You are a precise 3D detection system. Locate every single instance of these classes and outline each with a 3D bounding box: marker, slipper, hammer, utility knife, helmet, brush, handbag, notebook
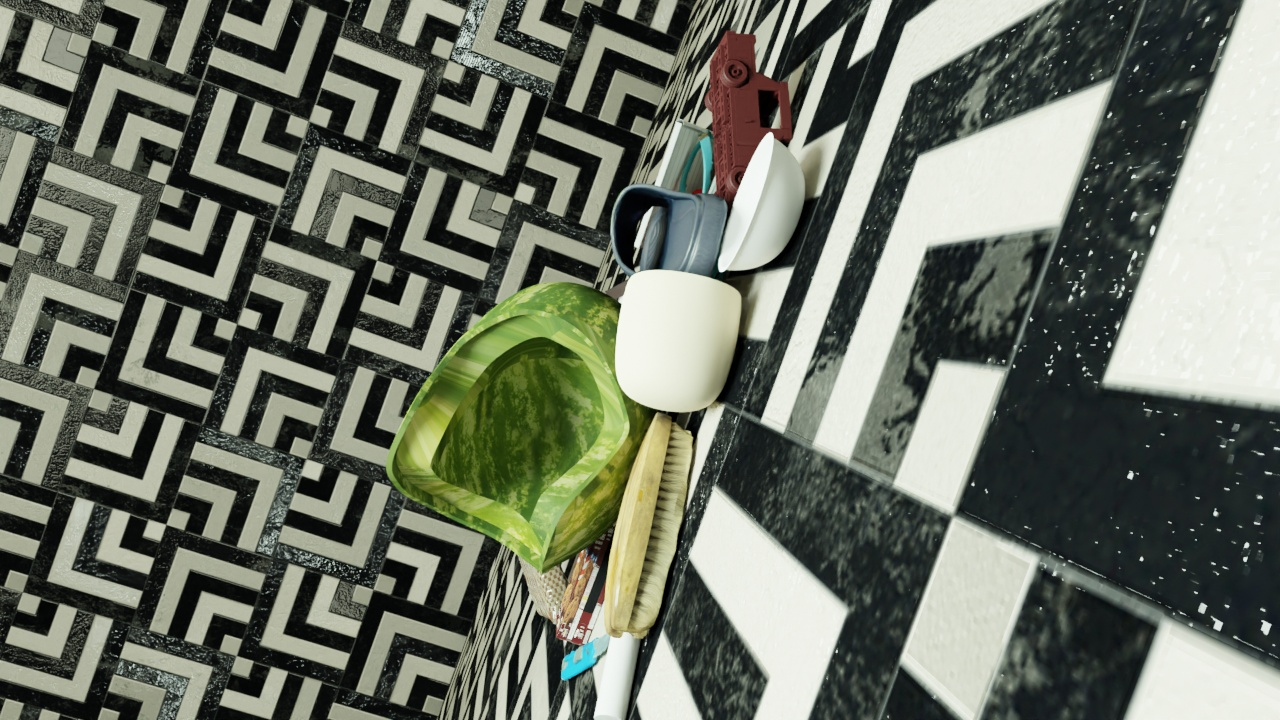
[{"bbox_3d":[-0.013,0.213,0.711,0.023,0.027,0.132,-42,26,44],"label":"marker"},{"bbox_3d":[0.011,-0.110,0.855,0.268,0.083,0.111,-143,68,-79],"label":"slipper"},{"bbox_3d":[0.014,-0.115,1.236,0.115,0.033,0.322,-33,5,4],"label":"hammer"},{"bbox_3d":[-0.053,0.282,0.880,0.206,0.015,0.031,125,159,-59],"label":"utility knife"},{"bbox_3d":[-0.087,0.055,0.853,0.246,0.213,0.243,-61,-14,-12],"label":"helmet"},{"bbox_3d":[0.007,0.127,0.730,0.059,0.043,0.194,118,169,-53],"label":"brush"},{"bbox_3d":[0.069,-0.188,0.981,0.098,0.055,0.268,121,171,-61],"label":"slipper"},{"bbox_3d":[-0.116,0.251,1.112,0.186,0.047,0.124,137,114,-73],"label":"handbag"},{"bbox_3d":[0.052,-0.203,1.080,0.143,0.009,0.209,-70,-14,14],"label":"notebook"}]

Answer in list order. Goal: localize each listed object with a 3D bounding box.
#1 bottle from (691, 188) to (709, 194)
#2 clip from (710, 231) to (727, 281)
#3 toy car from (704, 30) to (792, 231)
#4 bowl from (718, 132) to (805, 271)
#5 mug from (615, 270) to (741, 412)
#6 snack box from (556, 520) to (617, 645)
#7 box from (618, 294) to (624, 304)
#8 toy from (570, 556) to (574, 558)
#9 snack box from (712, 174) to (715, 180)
[{"bbox_3d":[0.064,-0.147,1.046,0.036,0.036,0.118,118,168,-49],"label":"bottle"},{"bbox_3d":[0.067,-0.086,0.927,0.113,0.028,0.127,-74,6,-66],"label":"clip"},{"bbox_3d":[0.098,-0.206,0.836,0.070,0.062,0.169,137,132,-74],"label":"toy car"},{"bbox_3d":[0.099,-0.114,0.701,0.110,0.040,0.110,-164,92,-84],"label":"bowl"},{"bbox_3d":[0.026,-0.007,0.749,0.120,0.096,0.099,121,160,-77],"label":"mug"},{"bbox_3d":[-0.047,0.214,0.937,0.051,0.031,0.141,-116,46,-80],"label":"snack box"},{"bbox_3d":[-0.008,0.004,0.984,0.083,0.092,0.166,-110,42,-70],"label":"box"},{"bbox_3d":[-0.073,0.189,1.099,0.112,0.067,0.087,-124,54,-70],"label":"toy"},{"bbox_3d":[0.063,-0.231,1.250,0.143,0.040,0.148,-98,29,-74],"label":"snack box"}]
